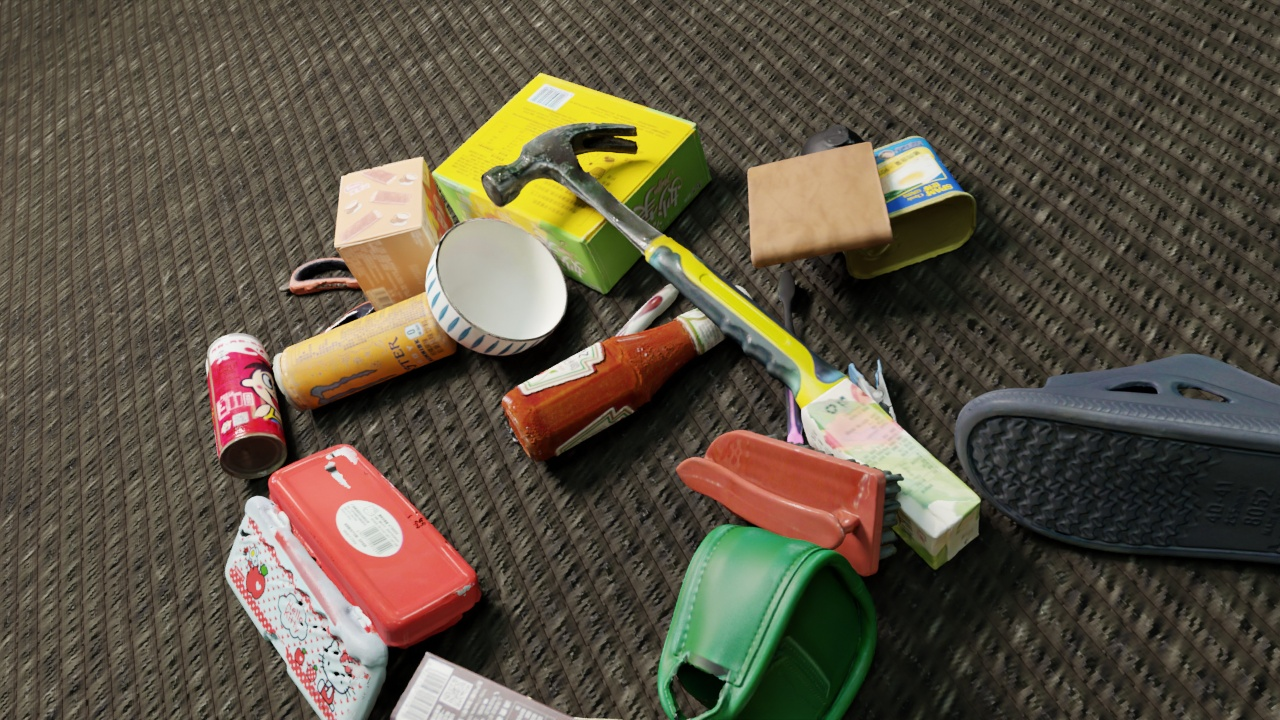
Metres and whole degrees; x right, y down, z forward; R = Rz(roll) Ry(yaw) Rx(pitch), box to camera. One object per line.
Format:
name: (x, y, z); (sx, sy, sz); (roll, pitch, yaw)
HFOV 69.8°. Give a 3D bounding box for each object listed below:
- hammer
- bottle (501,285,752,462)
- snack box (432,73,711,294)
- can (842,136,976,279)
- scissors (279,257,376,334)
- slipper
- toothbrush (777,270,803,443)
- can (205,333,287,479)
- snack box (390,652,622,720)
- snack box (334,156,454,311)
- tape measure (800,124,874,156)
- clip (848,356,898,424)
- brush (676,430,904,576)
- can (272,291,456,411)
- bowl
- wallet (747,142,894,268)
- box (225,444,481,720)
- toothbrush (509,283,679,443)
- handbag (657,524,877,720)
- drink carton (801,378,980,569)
hammer: (0.028, -0.076, 0.693); (0.126, 0.032, 0.323); (-39, 67, -21)
bottle: (-0.004, 0.004, 0.695); (0.206, 0.060, 0.059); (-29, 50, -11)
snack box: (-0.065, -0.168, 0.840); (0.210, 0.070, 0.157); (28, 68, 34)
can: (0.196, -0.121, 0.718); (0.102, 0.057, 0.083); (-19, 48, 5)
scissors: (-0.253, -0.065, 0.867); (0.225, 0.015, 0.189); (-40, 51, -13)
slipper: (0.320, 0.054, 0.520); (0.268, 0.111, 0.083); (7, 41, 19)
toothbrush: (0.112, 0.010, 0.679); (0.014, 0.018, 0.188); (-7, 56, 16)
can: (-0.344, 0.037, 0.796); (0.053, 0.053, 0.132); (-29, 50, -3)
snack box: (-0.057, 0.217, 0.514); (0.126, 0.113, 0.053); (14, 61, 29)
snack box: (-0.214, -0.110, 0.817); (0.077, 0.093, 0.094); (-13, 51, 3)
tape measure: (0.162, -0.162, 0.760); (0.058, 0.057, 0.039); (-35, 40, 35)
clip: (0.165, 0.026, 0.638); (0.043, 0.027, 0.058); (-12, 51, 1)
brush: (0.088, 0.082, 0.574); (0.069, 0.063, 0.146); (-7, 14, -37)
can: (-0.234, -0.007, 0.787); (0.146, 0.058, 0.058); (-22, 50, 4)
bowl: (-0.126, -0.053, 0.763); (0.066, 0.116, 0.116); (-39, 33, 47)
wallet: (0.132, -0.119, 0.690); (0.101, 0.020, 0.115); (-9, 45, 14)
box: (-0.219, 0.153, 0.658); (0.154, 0.074, 0.201); (-47, 52, -12)
toothbrush: (-0.035, -0.002, 0.737); (0.187, 0.017, 0.016); (-44, 53, -14)
handbag: (0.072, 0.161, 0.502); (0.068, 0.131, 0.120); (9, 61, 37)
drink carton: (0.161, 0.070, 0.587); (0.045, 0.053, 0.122); (-36, 51, -9)
